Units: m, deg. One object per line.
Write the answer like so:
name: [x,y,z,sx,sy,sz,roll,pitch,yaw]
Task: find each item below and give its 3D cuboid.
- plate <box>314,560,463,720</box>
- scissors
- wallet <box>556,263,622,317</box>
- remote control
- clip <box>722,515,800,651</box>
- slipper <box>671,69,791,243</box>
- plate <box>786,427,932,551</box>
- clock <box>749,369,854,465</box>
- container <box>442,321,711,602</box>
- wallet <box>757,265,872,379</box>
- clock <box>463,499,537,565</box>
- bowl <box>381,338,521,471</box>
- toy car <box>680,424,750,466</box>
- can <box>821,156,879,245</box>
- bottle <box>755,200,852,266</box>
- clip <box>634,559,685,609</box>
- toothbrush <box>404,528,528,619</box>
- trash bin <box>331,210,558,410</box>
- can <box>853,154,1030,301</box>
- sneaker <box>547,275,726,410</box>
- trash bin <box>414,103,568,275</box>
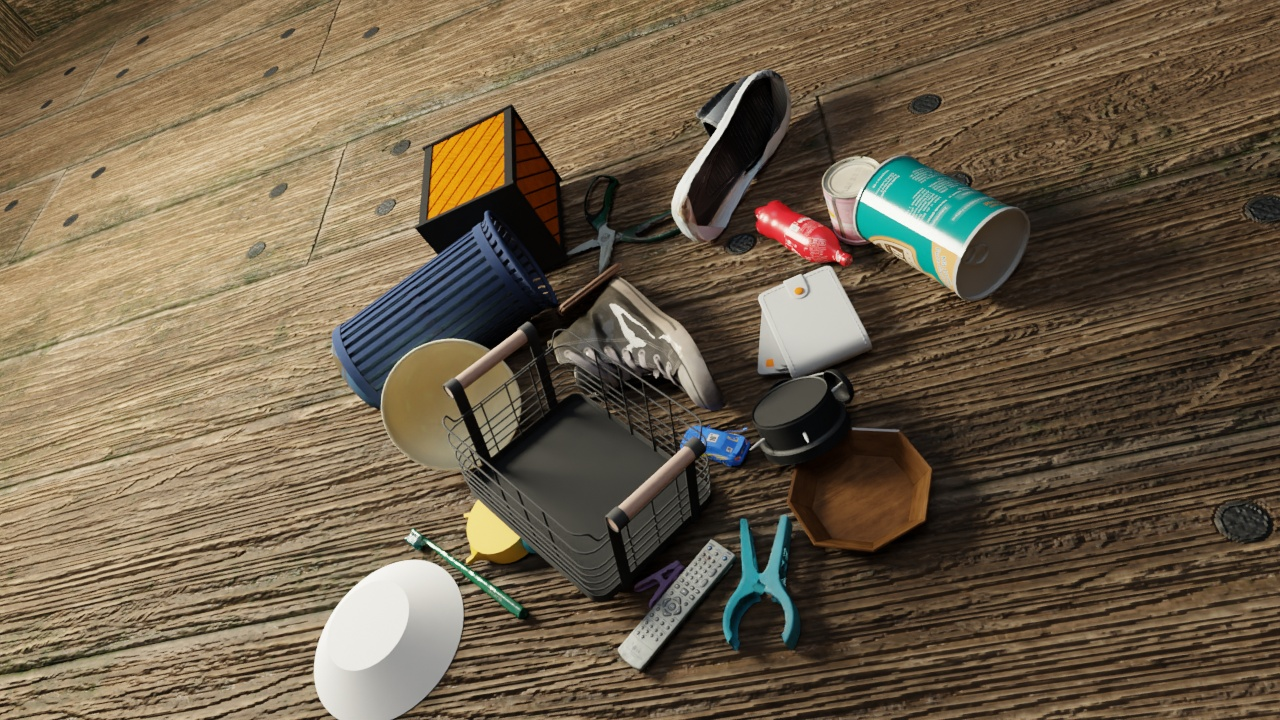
plate: [-0.265,0.274,0.927,0.174,0.036,0.173,-14,48,16]
scissors: [-0.010,-0.189,1.201,0.206,0.015,0.201,-10,50,18]
wallet: [-0.063,-0.083,1.087,0.087,0.013,0.121,-38,4,-6]
remote control: [0.033,0.222,0.835,0.033,0.013,0.136,29,70,40]
clip: [0.125,0.198,0.803,0.120,0.030,0.130,5,57,35]
slipper: [0.106,-0.262,1.145,0.063,0.111,0.263,10,62,40]
plate: [0.199,0.120,0.829,0.131,0.025,0.131,-14,48,16]
clock: [0.155,0.048,0.882,0.091,0.042,0.120,-12,27,40]
container: [-0.059,0.089,0.873,0.241,0.130,0.162,33,60,32]
wallet: [0.168,-0.035,0.969,0.115,0.037,0.118,-23,50,8]
clock: [-0.127,0.161,0.950,0.130,0.044,0.099,-26,45,14]
bowl: [-0.212,0.043,1.036,0.150,0.151,0.075,-32,16,-2]
toy car: [0.074,0.074,0.906,0.092,0.062,0.033,11,59,33]
can: [0.242,-0.176,1.020,0.067,0.076,0.067,-14,48,15]
bottle: [0.186,-0.141,1.043,0.042,0.042,0.141,-41,47,-10]
clip: [0.019,0.206,0.858,0.050,0.013,0.029,-41,48,-13]
toothbrush: [-0.184,0.219,0.946,0.190,0.016,0.017,22,63,38]
trash bin: [-0.240,-0.051,1.104,0.250,0.139,0.139,-35,46,6]
can: [0.305,-0.138,0.940,0.099,0.099,0.144,-39,46,-8]
sneaker: [-0.005,0.005,0.984,0.119,0.095,0.235,-42,49,-7]
trash bin: [-0.194,-0.210,1.216,0.140,0.140,0.171,-21,46,15]
